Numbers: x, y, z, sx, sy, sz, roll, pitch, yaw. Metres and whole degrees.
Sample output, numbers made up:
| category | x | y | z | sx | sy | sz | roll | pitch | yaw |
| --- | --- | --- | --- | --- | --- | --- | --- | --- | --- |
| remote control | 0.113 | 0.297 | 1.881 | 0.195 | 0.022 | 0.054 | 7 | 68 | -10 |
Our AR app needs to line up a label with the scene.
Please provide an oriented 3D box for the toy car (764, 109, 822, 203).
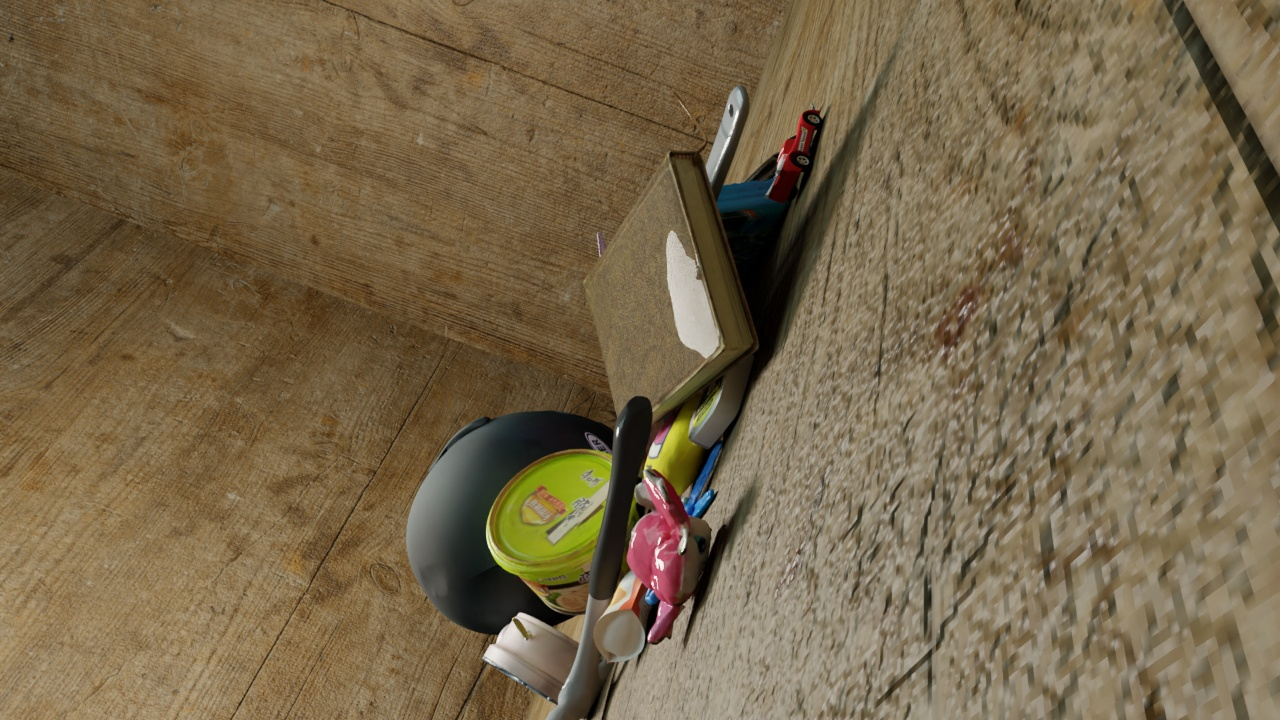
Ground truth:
| category | x | y | z | sx | sy | sz | roll | pitch | yaw |
| --- | --- | --- | --- | --- | --- | --- | --- | --- | --- |
| toy car | 0.127 | -0.169 | 0.753 | 0.038 | 0.025 | 0.089 | 111 | 179 | -53 |

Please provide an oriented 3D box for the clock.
| category | x | y | z | sx | sy | sz | roll | pitch | yaw |
| --- | --- | --- | --- | --- | --- | --- | --- | --- | --- |
| clock | -0.094 | 0.306 | 0.925 | 0.058 | 0.117 | 0.158 | -59 | -3 | -21 |

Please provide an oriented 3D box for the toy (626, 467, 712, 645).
| category | x | y | z | sx | sy | sz | roll | pitch | yaw |
| --- | --- | --- | --- | --- | --- | --- | --- | --- | --- |
| toy | 0.020 | 0.107 | 0.531 | 0.065 | 0.050 | 0.102 | -116 | 23 | -60 |

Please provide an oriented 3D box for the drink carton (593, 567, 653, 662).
| category | x | y | z | sx | sy | sz | roll | pitch | yaw |
| --- | --- | --- | --- | --- | --- | --- | --- | --- | --- |
| drink carton | 0.001 | 0.174 | 0.729 | 0.122 | 0.039 | 0.069 | -60 | -8 | -57 |

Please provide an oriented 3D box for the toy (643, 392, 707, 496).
| category | x | y | z | sx | sy | sz | roll | pitch | yaw |
| --- | --- | --- | --- | --- | --- | --- | --- | --- | --- |
| toy | 0.032 | 0.069 | 0.733 | 0.095 | 0.041 | 0.094 | -134 | 69 | -87 |

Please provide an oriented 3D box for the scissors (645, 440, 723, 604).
| category | x | y | z | sx | sy | sz | roll | pitch | yaw |
| --- | --- | --- | --- | --- | --- | --- | --- | --- | --- |
| scissors | 0.033 | 0.114 | 0.657 | 0.127 | 0.015 | 0.125 | -134 | 69 | -86 |

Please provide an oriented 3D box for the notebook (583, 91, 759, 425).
| category | x | y | z | sx | sy | sz | roll | pitch | yaw |
| --- | --- | --- | --- | --- | --- | --- | --- | --- | --- |
| notebook | 0.009 | -0.059 | 0.689 | 0.216 | 0.034 | 0.190 | 136 | 123 | -63 |

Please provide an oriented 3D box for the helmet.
| category | x | y | z | sx | sy | sz | roll | pitch | yaw |
| --- | --- | --- | --- | --- | --- | --- | --- | --- | --- |
| helmet | -0.153 | 0.200 | 1.067 | 0.235 | 0.249 | 0.317 | -29 | -11 | -45 |

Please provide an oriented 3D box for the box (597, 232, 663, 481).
| category | x | y | z | sx | sy | sz | roll | pitch | yaw |
| --- | --- | --- | --- | --- | --- | --- | --- | --- | --- |
| box | -0.004 | 0.005 | 0.905 | 0.179 | 0.039 | 0.232 | 76 | -175 | -80 |

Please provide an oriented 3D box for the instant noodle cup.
| category | x | y | z | sx | sy | sz | roll | pitch | yaw |
| --- | --- | --- | --- | --- | --- | --- | --- | --- | --- |
| instant noodle cup | -0.061 | 0.165 | 0.863 | 0.145 | 0.146 | 0.098 | -71 | -33 | -45 |

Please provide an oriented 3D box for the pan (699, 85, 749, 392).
| category | x | y | z | sx | sy | sz | roll | pitch | yaw |
| --- | --- | --- | --- | --- | --- | --- | --- | --- | --- |
| pan | 0.034 | -0.085 | 0.732 | 0.357 | 0.050 | 0.200 | 96 | 161 | -63 |

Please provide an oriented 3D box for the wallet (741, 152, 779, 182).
| category | x | y | z | sx | sy | sz | roll | pitch | yaw |
| --- | --- | --- | --- | --- | --- | --- | --- | --- | --- |
| wallet | 0.100 | -0.170 | 0.989 | 0.121 | 0.027 | 0.099 | -41 | -1 | -3 |

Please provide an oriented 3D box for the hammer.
| category | x | y | z | sx | sy | sz | roll | pitch | yaw |
| --- | --- | --- | --- | --- | --- | --- | --- | --- | --- |
| hammer | -0.026 | 0.164 | 0.733 | 0.124 | 0.029 | 0.311 | -48 | -27 | -59 |

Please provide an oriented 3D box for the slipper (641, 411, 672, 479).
| category | x | y | z | sx | sy | sz | roll | pitch | yaw |
| --- | --- | --- | --- | --- | --- | --- | --- | --- | --- |
| slipper | 0.005 | 0.096 | 1.244 | 0.104 | 0.059 | 0.213 | 115 | 177 | -51 |

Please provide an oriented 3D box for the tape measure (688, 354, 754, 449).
| category | x | y | z | sx | sy | sz | roll | pitch | yaw |
| --- | --- | --- | --- | --- | --- | --- | --- | --- | --- |
| tape measure | 0.057 | 0.028 | 0.661 | 0.064 | 0.017 | 0.064 | -57 | 9 | 49 |

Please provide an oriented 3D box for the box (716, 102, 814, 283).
| category | x | y | z | sx | sy | sz | roll | pitch | yaw |
| --- | --- | --- | --- | --- | --- | --- | --- | --- | --- |
| box | 0.096 | -0.120 | 0.894 | 0.170 | 0.071 | 0.244 | -37 | -10 | -17 |
